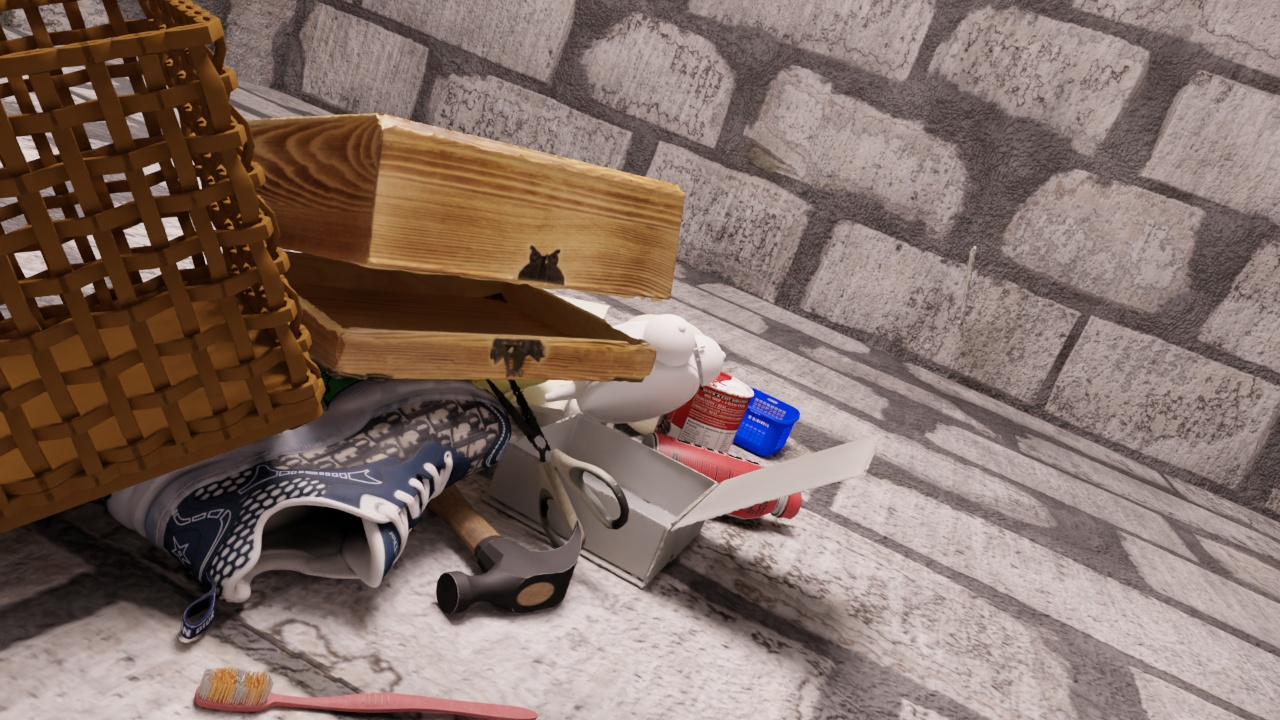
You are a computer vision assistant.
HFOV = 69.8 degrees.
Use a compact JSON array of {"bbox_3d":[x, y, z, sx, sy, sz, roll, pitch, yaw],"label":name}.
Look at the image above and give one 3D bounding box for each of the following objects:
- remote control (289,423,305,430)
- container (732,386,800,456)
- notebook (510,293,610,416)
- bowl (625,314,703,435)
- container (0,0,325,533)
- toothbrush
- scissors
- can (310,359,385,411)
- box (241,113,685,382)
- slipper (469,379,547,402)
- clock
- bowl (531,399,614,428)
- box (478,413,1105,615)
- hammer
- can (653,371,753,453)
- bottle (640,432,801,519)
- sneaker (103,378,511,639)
[{"bbox_3d":[-0.272,0.073,0.713,0.046,0.009,0.124,22,13,0],"label":"remote control"},{"bbox_3d":[0.157,0.083,1.237,0.096,0.058,0.114,26,14,16],"label":"container"},{"bbox_3d":[-0.131,-0.020,1.035,0.153,0.012,0.208,12,37,6],"label":"notebook"},{"bbox_3d":[0.040,0.013,1.092,0.150,0.150,0.075,11,-15,-38],"label":"bowl"},{"bbox_3d":[-0.343,-0.062,0.490,0.251,0.214,0.219,-22,35,-26],"label":"container"},{"bbox_3d":[-0.137,0.181,0.489,0.184,0.016,0.015,17,21,-28],"label":"toothbrush"},{"bbox_3d":[-0.074,0.083,0.723,0.163,0.154,0.012,26,31,27],"label":"scissors"},{"bbox_3d":[-0.278,-0.002,0.767,0.140,0.088,0.087,3,16,-7],"label":"can"},{"bbox_3d":[-0.153,-0.091,0.726,0.278,0.168,0.245,0,13,-45],"label":"box"},{"bbox_3d":[-0.171,0.016,0.918,0.190,0.082,0.091,-15,59,-36],"label":"slipper"},{"bbox_3d":[-0.005,0.006,0.925,0.125,0.161,0.072,30,42,-54],"label":"clock"},{"bbox_3d":[-0.075,0.047,1.030,0.105,0.054,0.104,21,12,-5],"label":"bowl"},{"bbox_3d":[0.114,0.122,0.768,0.479,0.119,0.166,3,7,19],"label":"box"},{"bbox_3d":[-0.164,0.098,0.734,0.132,0.040,0.305,4,21,-44],"label":"hammer"},{"bbox_3d":[0.062,0.072,1.005,0.086,0.116,0.086,20,14,-5],"label":"can"},{"bbox_3d":[0.083,0.126,0.945,0.176,0.062,0.062,18,14,-16],"label":"bottle"},{"bbox_3d":[-0.182,0.090,0.596,0.268,0.103,0.132,-11,46,-45],"label":"sneaker"}]
